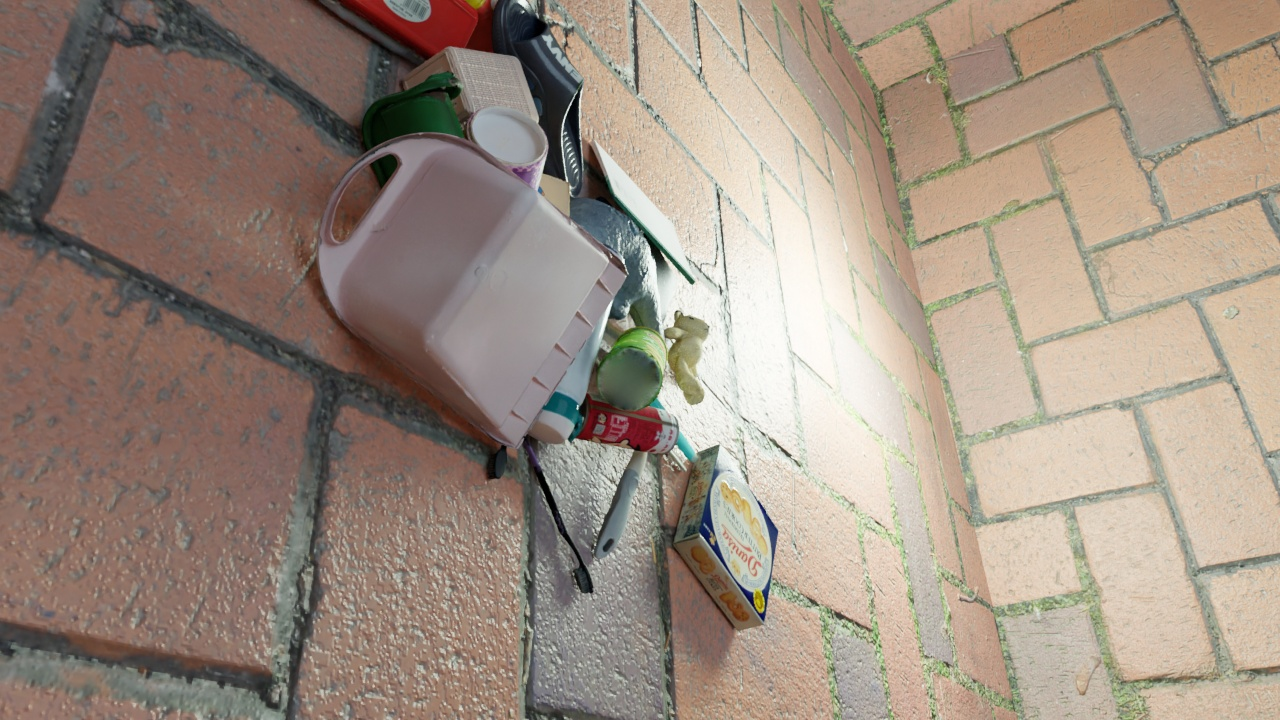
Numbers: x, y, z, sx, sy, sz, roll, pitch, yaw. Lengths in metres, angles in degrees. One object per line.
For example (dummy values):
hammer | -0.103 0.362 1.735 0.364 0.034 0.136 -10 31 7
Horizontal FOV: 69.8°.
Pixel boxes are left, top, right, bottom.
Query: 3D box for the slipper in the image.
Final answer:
slipper | -0.100 -0.318 1.114 0.110 0.083 0.268 -73 153 -48

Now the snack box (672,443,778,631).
snack box | 0.121 0.240 1.252 0.178 0.046 0.182 55 30 -24

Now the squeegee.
squeegee | -0.014 0.131 1.087 0.246 0.039 0.245 53 32 -29

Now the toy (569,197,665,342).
toy | -0.056 -0.127 1.143 0.356 0.091 0.137 29 75 -50

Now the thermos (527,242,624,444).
thermos | -0.074 -0.019 0.998 0.073 0.073 0.223 40 56 -44

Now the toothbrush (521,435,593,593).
toothbrush | -0.091 0.160 0.961 0.016 0.014 0.189 -25 94 -38

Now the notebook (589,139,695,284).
notebook | 0.006 -0.214 1.331 0.209 0.012 0.150 42 21 -42

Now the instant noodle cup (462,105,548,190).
instant noodle cup | -0.150 -0.202 0.953 0.111 0.099 0.111 11 55 -16

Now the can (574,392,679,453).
can | -0.021 0.073 1.049 0.132 0.053 0.053 15 58 -35

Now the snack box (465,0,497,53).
snack box | -0.191 -0.408 1.082 0.080 0.082 0.091 55 32 -46

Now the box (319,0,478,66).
box | -0.274 -0.380 0.951 0.201 0.092 0.094 21 97 -55

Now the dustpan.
dustpan | -0.157 -0.078 0.856 0.222 0.139 0.273 -57 152 -13

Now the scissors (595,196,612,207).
scissors | -0.019 -0.155 1.296 0.173 0.012 0.128 61 27 -19

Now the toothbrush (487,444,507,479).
toothbrush | -0.139 0.045 0.952 0.014 0.016 0.189 36 39 -33

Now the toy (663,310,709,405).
toy | 0.069 -0.005 1.295 0.105 0.066 0.157 54 25 -38

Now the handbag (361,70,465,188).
handbag | -0.198 -0.198 0.888 0.067 0.120 0.131 -24 95 -56

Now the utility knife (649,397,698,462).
utility knife | 0.034 0.080 1.235 0.161 0.013 0.029 56 28 -20

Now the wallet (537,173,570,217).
wallet | -0.135 -0.196 1.040 0.115 0.024 0.087 14 40 -15

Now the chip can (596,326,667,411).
chip can | -0.006 0.006 1.069 0.221 0.072 0.072 -71 138 -81

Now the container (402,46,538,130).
container | -0.187 -0.282 0.998 0.110 0.090 0.090 -16 86 -59

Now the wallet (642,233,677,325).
wallet | 0.017 -0.110 1.310 0.097 0.019 0.120 55 37 -34
